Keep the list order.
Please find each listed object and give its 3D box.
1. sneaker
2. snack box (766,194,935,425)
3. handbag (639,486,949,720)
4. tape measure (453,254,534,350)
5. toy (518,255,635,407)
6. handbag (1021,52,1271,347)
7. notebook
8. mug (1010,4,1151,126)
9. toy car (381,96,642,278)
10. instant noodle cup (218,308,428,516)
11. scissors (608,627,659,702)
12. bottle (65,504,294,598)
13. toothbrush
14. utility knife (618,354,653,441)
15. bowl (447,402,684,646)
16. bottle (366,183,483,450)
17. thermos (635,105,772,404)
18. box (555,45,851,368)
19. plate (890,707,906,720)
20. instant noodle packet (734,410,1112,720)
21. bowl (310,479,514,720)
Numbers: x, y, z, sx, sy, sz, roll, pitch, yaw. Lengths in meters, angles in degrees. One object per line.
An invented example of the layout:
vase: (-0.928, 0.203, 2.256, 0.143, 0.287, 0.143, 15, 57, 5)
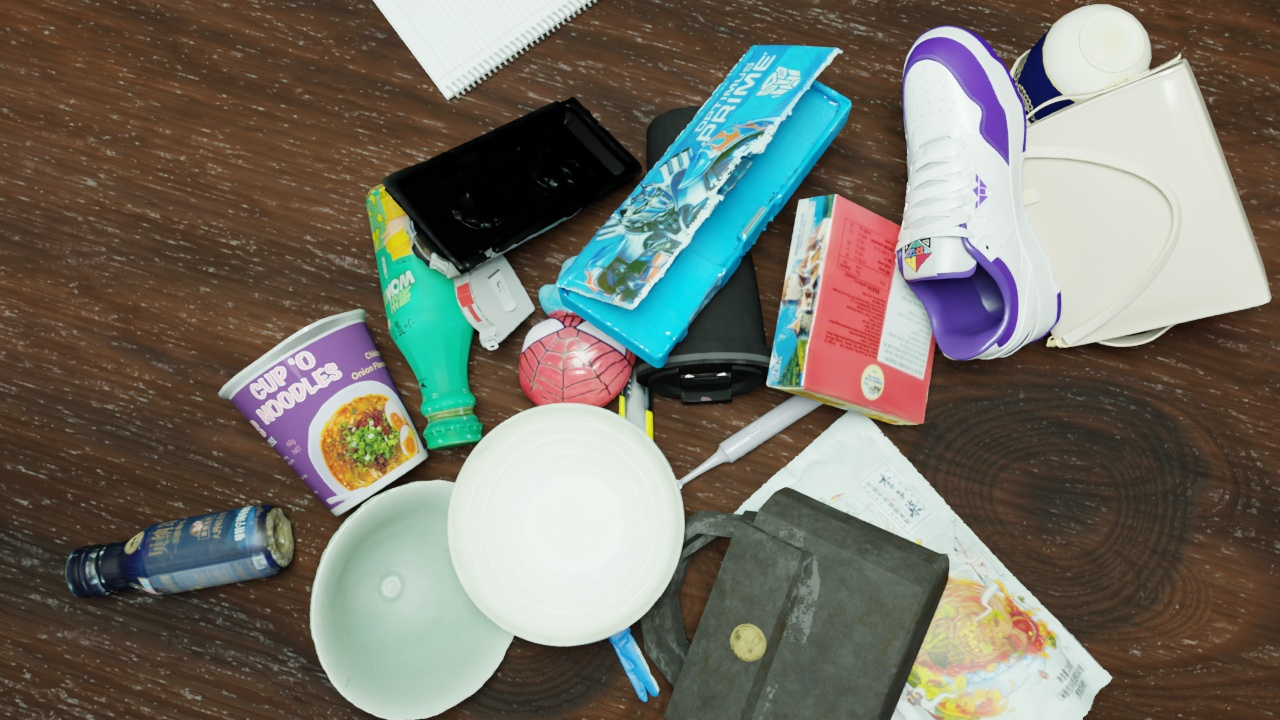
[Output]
sneaker: (0.222, -0.108, 0.659, 0.110, 0.092, 0.244, -29, 103, -36)
snack box: (0.168, -0.034, 0.695, 0.142, 0.040, 0.145, 16, 82, -37)
handbag: (0.087, 0.190, 0.657, 0.199, 0.102, 0.197, 22, 97, 28)
tape measure: (-0.115, -0.049, 0.719, 0.020, 0.060, 0.062, -16, 111, 32)
toy: (-0.048, -0.020, 0.721, 0.092, 0.062, 0.132, 6, 80, 10)
handbag: (0.334, -0.101, 0.695, 0.198, 0.101, 0.194, -20, 98, 36)
notebook: (-0.113, -0.359, 0.789, 0.245, 0.013, 0.178, -36, 83, -4)
mug: (0.360, -0.222, 0.729, 0.085, 0.089, 0.112, -35, 84, -4)
toy car: (-0.098, -0.123, 0.708, 0.094, 0.071, 0.191, 45, 53, 10)
instant noodle cup: (-0.225, 0.043, 0.690, 0.121, 0.137, 0.122, -35, 94, -31)
scissors: (-0.025, 0.211, 0.720, 0.070, 0.022, 0.130, -22, 87, -4)
bottle: (-0.354, 0.150, 0.707, 0.161, 0.056, 0.056, -10, 83, 0)
toothbrush: (0.095, 0.056, 0.733, 0.188, 0.019, 0.018, -33, 77, -3)
utility knife: (-0.004, 0.004, 0.741, 0.029, 0.020, 0.187, -1, 82, -1)
bowl: (-0.054, 0.124, 0.700, 0.177, 0.058, 0.176, -1, 78, 6)
bottle: (-0.164, -0.035, 0.722, 0.068, 0.068, 0.209, -12, 83, -1)
thermos: (0.045, -0.081, 0.714, 0.106, 0.106, 0.218, -2, 78, 0)
box: (0.047, -0.122, 0.632, 0.092, 0.085, 0.243, 34, 76, 11)
plate: (0.190, 0.268, 0.709, 0.157, 0.014, 0.157, 0, 82, 0)
instant noodle packet: (0.205, 0.175, 0.692, 0.146, 0.057, 0.269, -40, 73, -8)
bowl: (-0.176, 0.176, 0.694, 0.174, 0.068, 0.174, 8, 78, -42)
